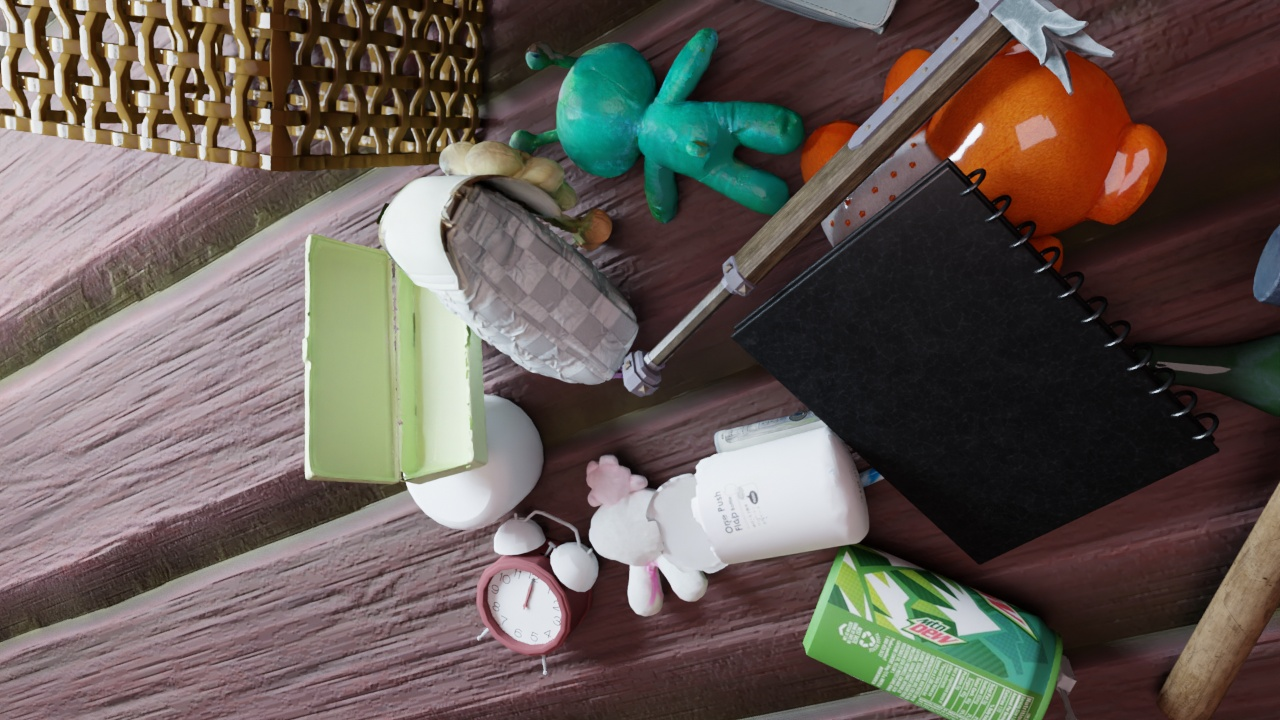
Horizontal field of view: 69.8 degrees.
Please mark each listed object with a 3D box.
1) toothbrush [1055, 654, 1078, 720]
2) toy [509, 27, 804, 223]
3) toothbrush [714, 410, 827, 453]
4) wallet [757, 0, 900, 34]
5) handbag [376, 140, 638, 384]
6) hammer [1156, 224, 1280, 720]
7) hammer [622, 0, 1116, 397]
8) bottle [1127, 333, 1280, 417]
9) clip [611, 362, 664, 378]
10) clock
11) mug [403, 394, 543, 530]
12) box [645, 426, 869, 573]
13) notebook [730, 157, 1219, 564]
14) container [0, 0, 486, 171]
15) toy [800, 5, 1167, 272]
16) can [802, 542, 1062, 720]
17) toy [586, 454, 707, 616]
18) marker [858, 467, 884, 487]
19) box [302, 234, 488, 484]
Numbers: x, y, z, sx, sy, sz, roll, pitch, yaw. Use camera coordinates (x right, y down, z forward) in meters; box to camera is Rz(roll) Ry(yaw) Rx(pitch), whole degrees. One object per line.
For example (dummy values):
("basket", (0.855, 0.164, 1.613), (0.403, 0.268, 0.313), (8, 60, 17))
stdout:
("toothbrush", (0.255, 0.218, 0.525), (0.010, 0.181, 0.010), (23, 107, 9))
("toy", (0.008, -0.149, 0.589), (0.193, 0.072, 0.131), (20, 118, 17))
("toothbrush", (0.137, 0.035, 0.614), (0.186, 0.022, 0.024), (-18, 114, 26))
("wallet", (0.103, -0.258, 0.539), (0.132, 0.054, 0.101), (25, 120, 12))
("handbag", (-0.074, -0.066, 0.613), (0.171, 0.123, 0.113), (42, 161, -31))
("hammer", (0.353, 0.088, 0.496), (0.129, 0.040, 0.322), (16, 123, 17))
("hammer", (0.093, -0.087, 0.524), (0.028, 0.146, 0.318), (30, 121, -28))
("bottle", (0.360, 0.008, 0.503), (0.174, 0.055, 0.055), (6, 105, 23))
("clip", (-0.008, 0.006, 0.659), (0.051, 0.045, 0.014), (-8, 102, 9))
("clock", (-0.081, 0.177, 0.722), (0.087, 0.044, 0.125), (22, 111, 15))
("mug", (-0.130, 0.067, 0.700), (0.094, 0.068, 0.115), (-5, 101, 22))
("box", (0.072, 0.099, 0.619), (0.160, 0.091, 0.081), (-15, 80, 20))
("notebook", (0.194, 0.013, 0.535), (0.231, 0.019, 0.170), (41, 126, -13))
("container", (-0.256, -0.249, 0.588), (0.252, 0.219, 0.214), (12, 107, 18))
("toy", (0.191, -0.106, 0.527), (0.173, 0.092, 0.164), (-38, 85, 37))
("can", (0.187, 0.181, 0.596), (0.144, 0.082, 0.083), (21, 110, 15))
("toy", (-0.002, 0.127, 0.682), (0.076, 0.037, 0.125), (-30, 89, 28))
("marker", (0.126, 0.097, 0.638), (0.142, 0.013, 0.013), (-30, 91, 25))
("box", (-0.175, -0.004, 0.661), (0.133, 0.061, 0.187), (-5, 68, -11))
